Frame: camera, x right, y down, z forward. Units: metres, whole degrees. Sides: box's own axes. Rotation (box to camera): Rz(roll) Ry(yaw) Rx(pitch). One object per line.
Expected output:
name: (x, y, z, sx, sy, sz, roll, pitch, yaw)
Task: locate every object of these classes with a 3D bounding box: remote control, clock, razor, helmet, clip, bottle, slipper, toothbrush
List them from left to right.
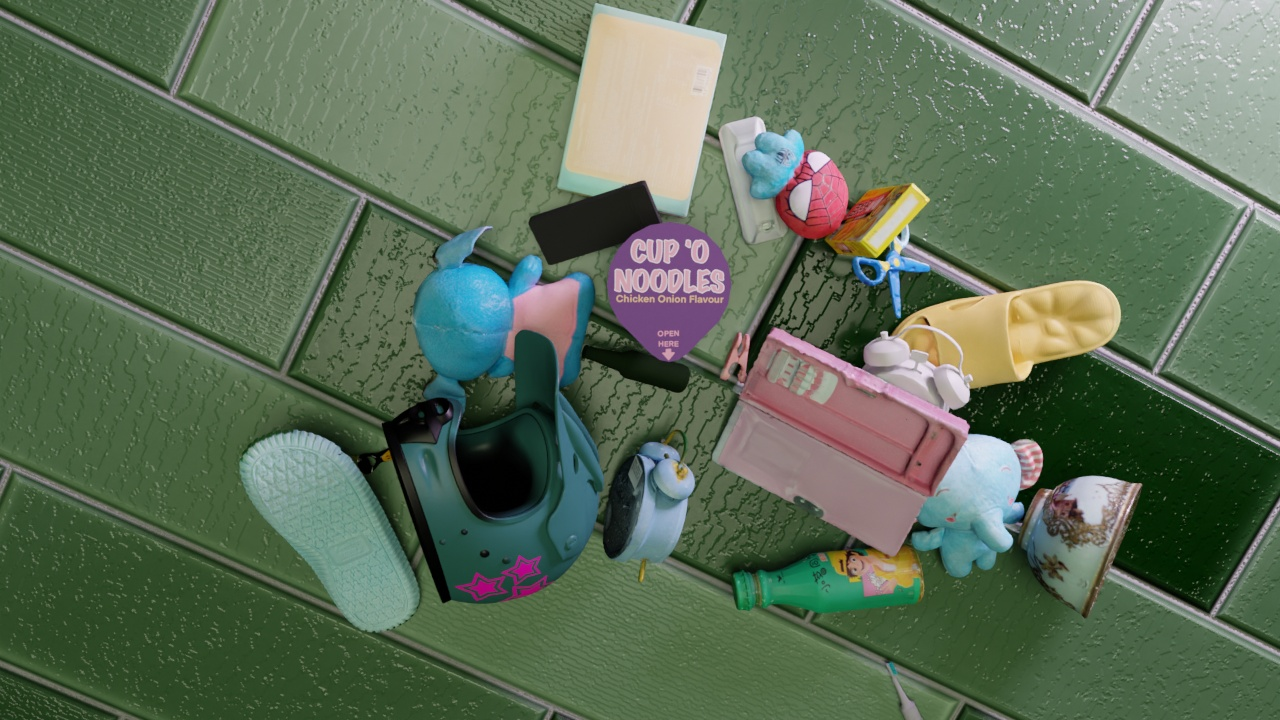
slipper: (-0.331, 0.184, 1.012, 0.116, 0.069, 0.276, -24, 114, 0)
razor: (-0.265, 0.101, 1.023, 0.144, 0.021, 0.044, -19, 117, 1)
helmet: (-0.137, 0.117, 0.935, 0.200, 0.176, 0.275, -19, 127, -17)
remote control: (-0.048, -0.145, 0.974, 0.133, 0.013, 0.058, -14, 124, 15)
bottle: (-0.006, 0.006, 0.999, 0.123, 0.033, 0.033, 16, 97, -24)
clock: (0.010, 0.149, 0.998, 0.060, 0.118, 0.162, 18, 104, -17)
clip: (0.103, -0.001, 1.028, 0.045, 0.023, 0.060, -13, 104, -2)
remote control: (0.124, -0.195, 0.998, 0.050, 0.022, 0.133, -15, 99, -1)
bottle: (0.210, 0.253, 1.046, 0.209, 0.068, 0.068, -5, 99, -2)
clock: (0.288, 0.032, 0.996, 0.120, 0.060, 0.159, 29, 121, 13)
toothbrush: (0.335, 0.443, 1.105, 0.019, 0.018, 0.188, -26, 99, 3)
slipper: (0.400, -0.027, 1.009, 0.263, 0.078, 0.099, -14, 95, 2)

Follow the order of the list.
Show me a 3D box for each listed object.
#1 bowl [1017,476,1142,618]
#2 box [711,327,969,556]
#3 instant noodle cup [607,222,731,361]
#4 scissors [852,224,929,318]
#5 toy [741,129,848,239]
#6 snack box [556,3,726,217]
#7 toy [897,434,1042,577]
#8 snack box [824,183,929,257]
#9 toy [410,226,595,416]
bowl: (0.482, 0.194, 1.026, 0.094, 0.159, 0.160, 22, 98, 31)
box: (0.211, 0.088, 0.999, 0.233, 0.039, 0.179, 29, 117, 13)
instant noodle cup: (0.025, -0.075, 0.960, 0.122, 0.122, 0.137, -1, 98, -3)
scissors: (0.273, -0.108, 0.999, 0.125, 0.013, 0.126, 5, 82, -35)
toy: (0.168, -0.189, 0.974, 0.133, 0.062, 0.092, 36, 67, -19)
snack box: (0.000, -0.261, 0.971, 0.141, 0.044, 0.193, 12, 98, -4)
toy: (0.370, 0.171, 1.027, 0.183, 0.115, 0.181, -15, 110, -6)
snack box: (0.240, -0.143, 0.946, 0.025, 0.152, 0.075, 41, 95, -6)
toy: (-0.149, -0.028, 0.980, 0.191, 0.099, 0.224, 8, 106, -15)
